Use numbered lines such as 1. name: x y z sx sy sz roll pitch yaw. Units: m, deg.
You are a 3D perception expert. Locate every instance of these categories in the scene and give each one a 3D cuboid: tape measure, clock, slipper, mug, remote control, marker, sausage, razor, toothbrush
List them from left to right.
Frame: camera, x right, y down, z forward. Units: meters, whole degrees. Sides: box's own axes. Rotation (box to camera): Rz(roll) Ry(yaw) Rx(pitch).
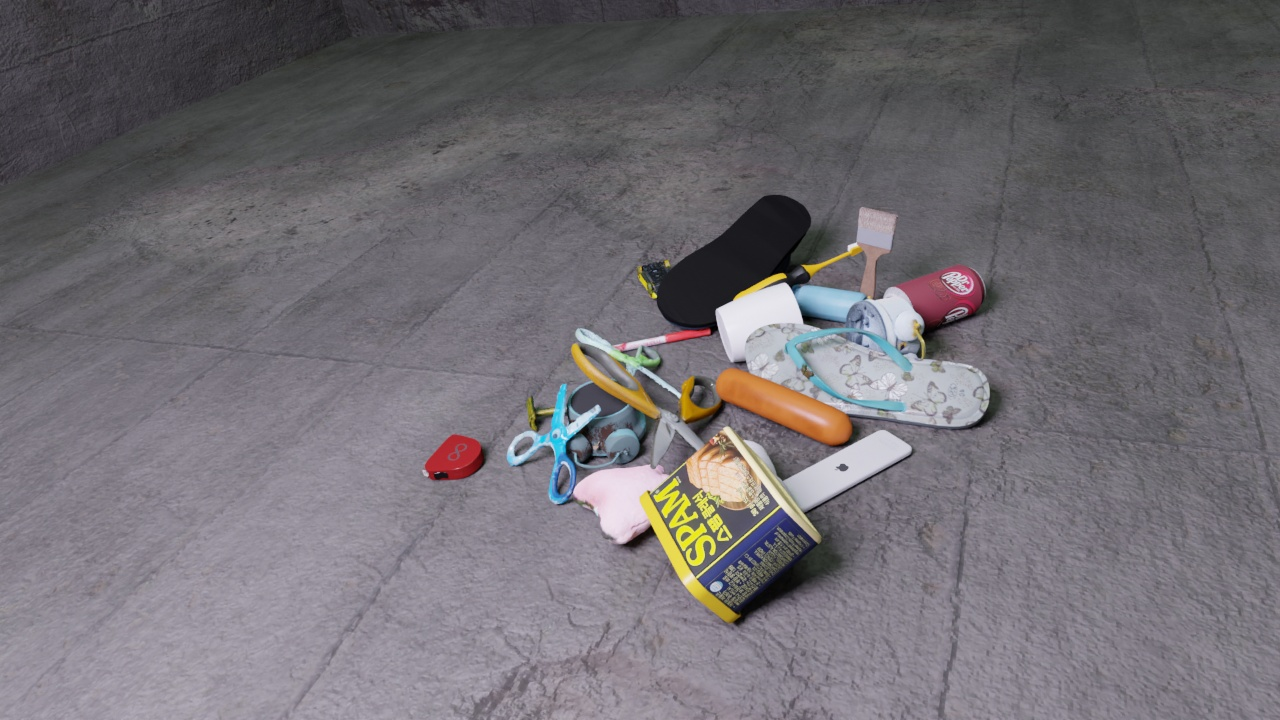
1. tape measure: -0.200 0.109 0.998 0.051 0.019 0.058 12 44 27
2. razor: -0.077 0.054 1.056 0.106 0.026 0.042 -8 29 -7
3. clock: -0.042 0.070 0.989 0.090 0.053 0.124 -3 34 10
4. marker: 0.019 -0.025 1.168 0.142 0.013 0.012 -11 31 -4
5. slipper: 0.128 -0.116 1.231 0.109 0.084 0.264 37 62 19
6. mug: 0.142 -0.042 1.116 0.087 0.081 0.114 -17 1 -2
7. sausage: 0.149 0.047 0.977 0.164 0.044 0.039 23 84 35
8. toothbrush: 0.204 -0.109 1.161 0.196 0.031 0.031 -24 47 -12
9. remote control: 0.201 0.108 0.907 0.146 0.008 0.045 -23 34 -22
10. slipper: 0.230 0.016 0.979 0.269 0.055 0.098 15 74 24
11. clock: 0.282 -0.026 1.037 0.057 0.083 0.117 -12 30 -18

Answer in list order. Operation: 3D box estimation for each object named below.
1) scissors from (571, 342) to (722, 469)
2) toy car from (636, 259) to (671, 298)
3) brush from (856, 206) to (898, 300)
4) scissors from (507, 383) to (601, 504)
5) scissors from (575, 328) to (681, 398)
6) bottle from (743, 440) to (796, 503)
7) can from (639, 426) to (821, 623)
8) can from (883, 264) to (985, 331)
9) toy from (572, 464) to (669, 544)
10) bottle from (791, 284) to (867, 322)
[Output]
1. scissors: 0.020 0.045 0.964 0.230 0.016 0.224 34 27 1
2. toy car: 0.027 -0.112 1.289 0.049 0.030 0.106 -12 29 -7
3. brush: 0.283 -0.119 1.128 0.045 0.143 0.008 20 42 25
4. scissors: -0.089 0.092 0.956 0.134 0.011 0.140 -34 49 23
5. scissors: -0.014 0.003 1.067 0.165 0.024 0.171 30 13 -1
6. bottle: 0.117 0.128 0.860 0.044 0.044 0.136 -13 32 -7
7. can: 0.075 0.136 0.789 0.104 0.075 0.135 -42 33 5
8. can: 0.354 -0.073 1.111 0.114 0.063 0.063 -19 33 -16
9. toy: -0.012 0.131 0.884 0.093 0.050 0.102 -25 31 -19
10. bottle: 0.222 -0.075 1.171 0.130 0.040 0.040 12 37 31
